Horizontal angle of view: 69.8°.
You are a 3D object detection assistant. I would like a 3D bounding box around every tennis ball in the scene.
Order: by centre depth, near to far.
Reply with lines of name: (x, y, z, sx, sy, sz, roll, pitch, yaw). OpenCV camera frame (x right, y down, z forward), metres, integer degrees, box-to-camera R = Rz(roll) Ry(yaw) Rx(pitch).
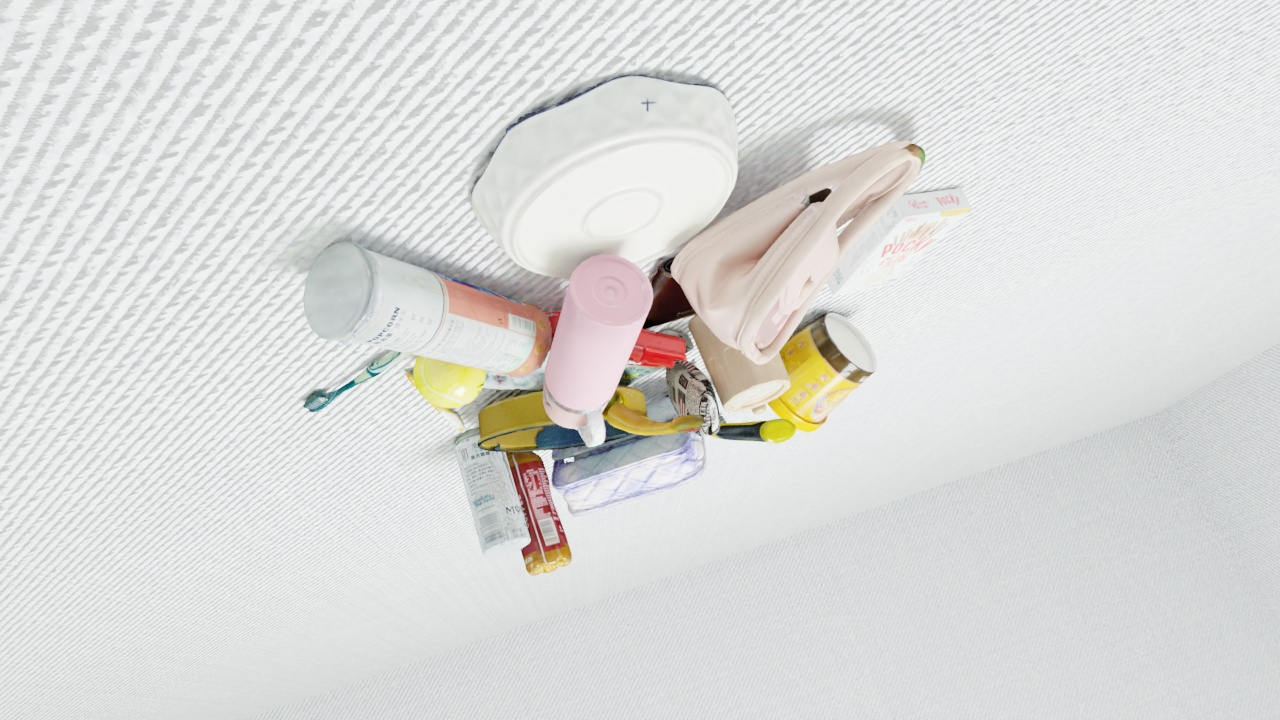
tennis ball: (-0.175, 0.012, 0.843, 0.065, 0.065, 0.065, -17, 160, -7)

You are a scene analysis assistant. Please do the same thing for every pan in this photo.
pan: (-0.044, 0.067, 0.972, 0.197, 0.078, 0.358, -1, 166, -32)

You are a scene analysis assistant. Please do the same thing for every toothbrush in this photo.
toothbrush: (-0.241, 0.004, 0.837, 0.192, 0.016, 0.018, -28, 148, 23)
toothbrush: (-0.210, 0.045, 0.969, 0.018, 0.016, 0.191, -27, 159, -4)

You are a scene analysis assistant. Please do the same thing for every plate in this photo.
plate: (-0.019, -0.123, 0.676, 0.204, 0.045, 0.205, -18, 160, -7)

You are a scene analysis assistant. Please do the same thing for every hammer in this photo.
hammer: (0.111, 0.097, 1.226, 0.126, 0.032, 0.324, -12, 179, -18)

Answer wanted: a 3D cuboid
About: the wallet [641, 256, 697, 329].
wallet: (0.047, -0.070, 0.909, 0.096, 0.020, 0.123, -12, 160, -21)

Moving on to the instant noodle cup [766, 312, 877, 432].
instant noodle cup: (0.220, 0.009, 1.140, 0.118, 0.118, 0.115, 4, 141, -47)

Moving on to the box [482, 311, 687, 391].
box: (-0.065, -0.005, 0.928, 0.162, 0.058, 0.200, -21, 162, 35)

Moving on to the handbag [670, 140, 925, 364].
handbag: (0.148, -0.105, 0.794, 0.234, 0.093, 0.193, -42, 166, 4)

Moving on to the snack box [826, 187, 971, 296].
snack box: (0.267, -0.122, 0.965, 0.084, 0.027, 0.157, -11, 159, -22)

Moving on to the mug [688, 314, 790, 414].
mug: (0.112, 0.000, 1.023, 0.084, 0.103, 0.125, -21, 159, 3)

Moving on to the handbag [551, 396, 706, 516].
handbag: (-0.015, 0.114, 1.159, 0.194, 0.134, 0.075, -19, 116, 11)

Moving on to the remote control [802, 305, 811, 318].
remote control: (0.160, -0.042, 1.071, 0.053, 0.024, 0.137, -10, 157, -28)

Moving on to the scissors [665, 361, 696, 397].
scissors: (0.042, 0.042, 1.199, 0.133, 0.012, 0.172, -26, 157, 17)

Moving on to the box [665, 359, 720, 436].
box: (0.060, 0.037, 1.035, 0.052, 0.069, 0.164, -26, -161, -3)

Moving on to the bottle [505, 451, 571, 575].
bottle: (-0.135, 0.173, 1.131, 0.057, 0.174, 0.057, -17, 159, -7)

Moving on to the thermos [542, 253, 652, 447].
thermos: (-0.039, 0.002, 0.770, 0.067, 0.087, 0.199, -14, 154, -22)

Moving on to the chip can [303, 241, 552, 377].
chip can: (-0.159, -0.033, 0.735, 0.071, 0.071, 0.214, -29, 158, 24)

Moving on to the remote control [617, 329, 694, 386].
remote control: (-0.006, 0.006, 1.049, 0.135, 0.019, 0.056, -30, 158, 24)

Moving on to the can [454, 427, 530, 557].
can: (-0.177, 0.156, 1.090, 0.058, 0.146, 0.058, -17, 159, -7)
